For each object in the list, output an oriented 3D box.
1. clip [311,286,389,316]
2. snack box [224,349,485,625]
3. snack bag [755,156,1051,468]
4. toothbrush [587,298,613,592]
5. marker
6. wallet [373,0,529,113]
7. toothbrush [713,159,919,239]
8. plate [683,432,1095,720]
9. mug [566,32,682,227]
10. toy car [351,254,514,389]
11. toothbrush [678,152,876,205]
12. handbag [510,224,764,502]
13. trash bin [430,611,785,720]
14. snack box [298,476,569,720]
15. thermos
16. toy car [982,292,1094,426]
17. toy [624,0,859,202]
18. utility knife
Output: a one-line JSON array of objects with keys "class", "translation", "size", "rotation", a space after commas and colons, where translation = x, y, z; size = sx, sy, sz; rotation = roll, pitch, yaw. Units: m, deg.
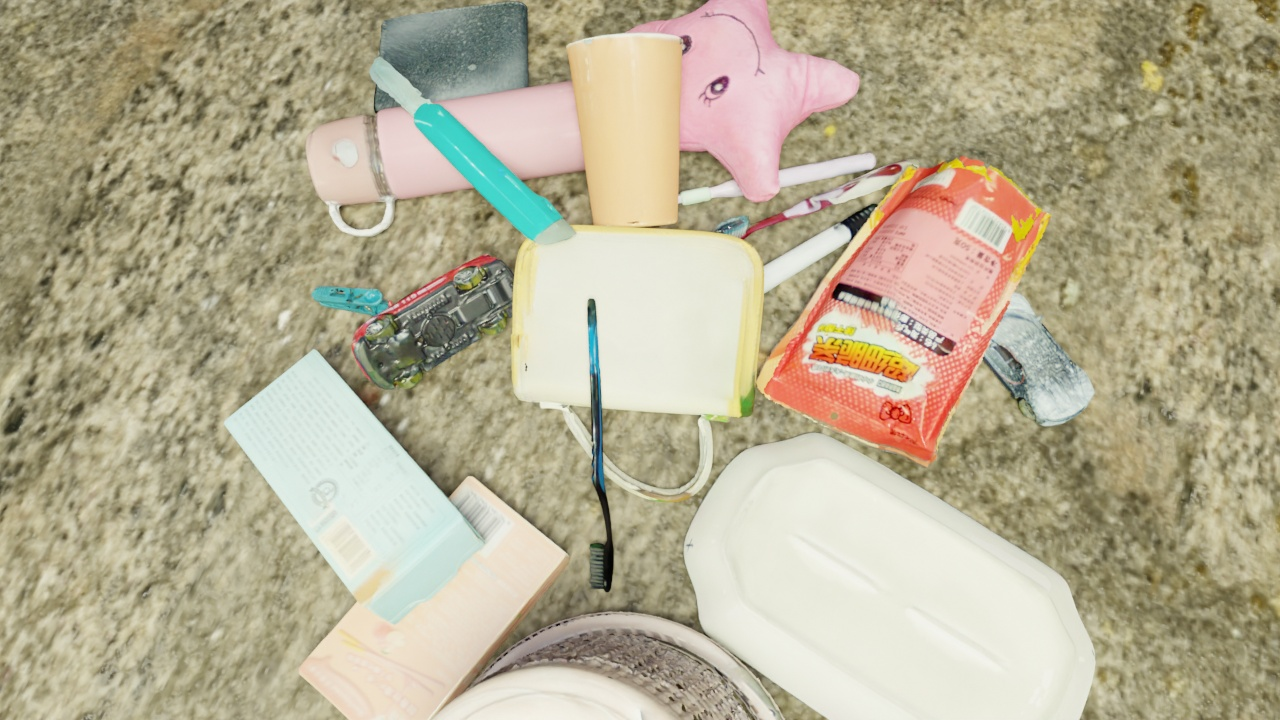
[{"class": "clip", "translation": [-0.205, -0.043, 0.652], "size": [0.057, 0.048, 0.014], "rotation": [9, 71, 7]}, {"class": "snack box", "translation": [-0.180, 0.076, 0.575], "size": [0.074, 0.052, 0.175], "rotation": [-41, 63, -14]}, {"class": "snack bag", "translation": [0.184, -0.039, 0.628], "size": [0.129, 0.073, 0.207], "rotation": [27, 77, 24]}, {"class": "toothbrush", "translation": [-0.029, 0.055, 0.589], "size": [0.016, 0.014, 0.189], "rotation": [-3, 91, 12]}, {"class": "marker", "translation": [0.122, -0.076, 0.665], "size": [0.130, 0.018, 0.022], "rotation": [-32, 82, -11]}, {"class": "wallet", "translation": [-0.146, -0.234, 0.714], "size": [0.121, 0.019, 0.097], "rotation": [-5, 62, 3]}, {"class": "toothbrush", "translation": [0.130, -0.118, 0.664], "size": [0.187, 0.017, 0.016], "rotation": [-23, 59, -20]}, {"class": "plate", "translation": [0.156, 0.151, 0.574], "size": [0.266, 0.034, 0.161], "rotation": [32, 73, 11]}, {"class": "mug", "translation": [-0.007, -0.153, 0.626], "size": [0.078, 0.078, 0.123], "rotation": [-4, 101, -2]}, {"class": "toy car", "translation": [-0.140, -0.028, 0.630], "size": [0.120, 0.053, 0.045], "rotation": [-34, 35, -16]}, {"class": "toothbrush", "translation": [0.085, -0.135, 0.687], "size": [0.189, 0.029, 0.021], "rotation": [-10, 112, -5]}, {"class": "handbag", "translation": [-0.004, 0.004, 0.620], "size": [0.163, 0.063, 0.178], "rotation": [4, 87, 5]}, {"class": "trash bin", "translation": [-0.028, 0.231, 0.448], "size": [0.227, 0.192, 0.227], "rotation": [-3, 69, 7]}, {"class": "snack box", "translation": [-0.126, 0.158, 0.575], "size": [0.084, 0.026, 0.157], "rotation": [37, 74, 13]}, {"class": "thermos", "translation": [-0.136, -0.146, 0.669], "size": [0.198, 0.067, 0.087], "rotation": [-11, 93, -5]}, {"class": "toy car", "translation": [0.266, -0.005, 0.633], "size": [0.049, 0.031, 0.105], "rotation": [-29, 71, -12]}, {"class": "toy", "translation": [0.055, -0.195, 0.677], "size": [0.178, 0.074, 0.194], "rotation": [-31, 65, 1]}, {"class": "utility knife", "translation": [-0.119, -0.143, 0.620], "size": [0.029, 0.013, 0.209], "rotation": [-41, 72, -12]}]
